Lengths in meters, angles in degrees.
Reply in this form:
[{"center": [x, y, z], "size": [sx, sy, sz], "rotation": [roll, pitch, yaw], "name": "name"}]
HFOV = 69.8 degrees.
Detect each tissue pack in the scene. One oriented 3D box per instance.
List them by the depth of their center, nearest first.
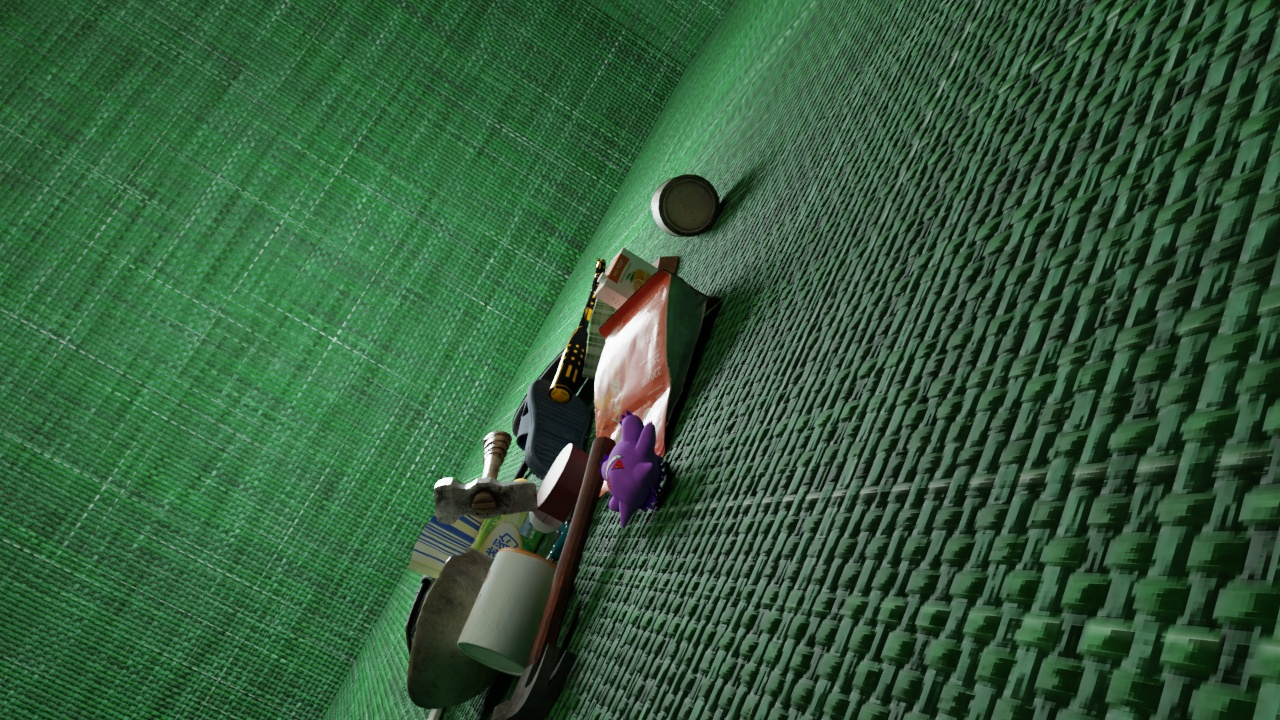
[{"center": [-0.227, 0.252, 1.254], "size": [0.197, 0.141, 0.120], "rotation": [-63, 11, -19], "name": "tissue pack"}]

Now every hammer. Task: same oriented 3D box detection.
[{"center": [-0.071, 0.204, 0.900], "size": [0.111, 0.028, 0.299], "rotation": [-45, 23, 50], "name": "hammer"}, {"center": [-0.197, 0.143, 1.226], "size": [0.318, 0.121, 0.049], "rotation": [-120, 27, -79], "name": "hammer"}, {"center": [-0.093, -0.049, 1.458], "size": [0.319, 0.036, 0.123], "rotation": [-76, -2, -51], "name": "hammer"}]

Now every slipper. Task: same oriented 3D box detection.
[{"center": [-0.131, 0.118, 1.332], "size": [0.263, 0.101, 0.083], "rotation": [-97, 31, -64], "name": "slipper"}]

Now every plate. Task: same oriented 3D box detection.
[{"center": [0.015, -0.112, 1.443], "size": [0.131, 0.025, 0.131], "rotation": [-57, 11, 16], "name": "plate"}]

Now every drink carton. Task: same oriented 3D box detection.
[{"center": [0.007, -0.081, 1.122], "size": [0.058, 0.122, 0.040], "rotation": [-64, 11, -23], "name": "drink carton"}]

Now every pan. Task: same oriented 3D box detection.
[{"center": [-0.175, 0.104, 1.595], "size": [0.203, 0.044, 0.357], "rotation": [-46, -10, -51], "name": "pan"}]

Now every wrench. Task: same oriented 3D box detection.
[{"center": [-0.272, 0.472, 1.205], "size": [0.066, 0.018, 0.272], "rotation": [-52, 14, 34], "name": "wrench"}]

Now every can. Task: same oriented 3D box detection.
[{"center": [0.065, -0.226, 1.345], "size": [0.090, 0.090, 0.074], "rotation": [-59, 10, 3], "name": "can"}]

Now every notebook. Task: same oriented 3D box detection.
[{"center": [-0.294, 0.370, 1.345], "size": [0.208, 0.029, 0.170], "rotation": [-83, -10, -60], "name": "notebook"}]

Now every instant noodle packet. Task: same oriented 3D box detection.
[{"center": [-0.001, 0.034, 1.017], "size": [0.165, 0.084, 0.220], "rotation": [-40, 31, 50], "name": "instant noodle packet"}]

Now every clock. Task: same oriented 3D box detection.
[{"center": [-0.094, 0.159, 1.141], "size": [0.138, 0.048, 0.096], "rotation": [-50, 14, 43], "name": "clock"}]

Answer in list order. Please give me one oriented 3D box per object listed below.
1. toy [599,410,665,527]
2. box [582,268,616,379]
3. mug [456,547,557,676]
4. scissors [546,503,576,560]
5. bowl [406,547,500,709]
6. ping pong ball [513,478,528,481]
[{"center": [-0.004, 0.104, 0.854], "size": [0.088, 0.056, 0.106], "rotation": [-90, 22, -64], "name": "toy"}, {"center": [-0.051, -0.059, 1.471], "size": [0.205, 0.050, 0.118], "rotation": [-77, -3, -64], "name": "box"}, {"center": [-0.130, 0.258, 0.943], "size": [0.082, 0.082, 0.105], "rotation": [-44, 20, 57], "name": "mug"}, {"center": [-0.085, 0.200, 1.068], "size": [0.126, 0.019, 0.144], "rotation": [-63, 9, -15], "name": "scissors"}, {"center": [-0.182, 0.304, 1.016], "size": [0.178, 0.081, 0.178], "rotation": [15, -91, -77], "name": "bowl"}, {"center": [-0.194, 0.212, 1.492], "size": [0.040, 0.040, 0.040], "rotation": [-57, 11, 16], "name": "ping pong ball"}]
